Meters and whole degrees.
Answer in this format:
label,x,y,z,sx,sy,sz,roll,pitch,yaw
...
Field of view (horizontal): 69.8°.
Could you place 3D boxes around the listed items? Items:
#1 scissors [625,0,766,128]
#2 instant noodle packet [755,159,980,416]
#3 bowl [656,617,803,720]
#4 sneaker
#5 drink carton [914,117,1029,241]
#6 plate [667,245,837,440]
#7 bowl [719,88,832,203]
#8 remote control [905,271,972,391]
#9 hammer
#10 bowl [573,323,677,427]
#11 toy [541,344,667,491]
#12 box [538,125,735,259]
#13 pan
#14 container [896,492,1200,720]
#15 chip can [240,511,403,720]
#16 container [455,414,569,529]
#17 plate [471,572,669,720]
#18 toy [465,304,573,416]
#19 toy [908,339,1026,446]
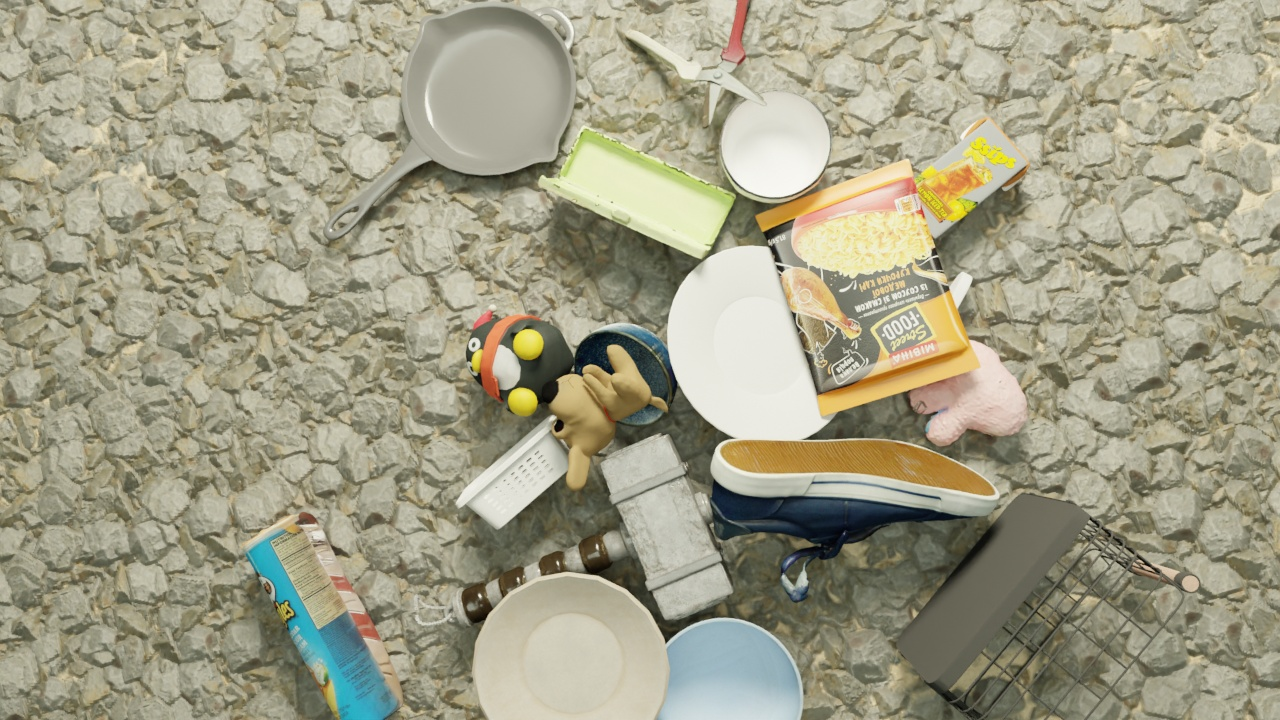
label,x,y,z,sx,sy,sz,roll,pitch,yaw
scissors,0.061,-0.323,0.970,0.179,0.015,0.198,10,64,19
instant noodle packet,0.226,-0.073,0.925,0.160,0.032,0.220,-19,83,16
bowl,0.084,0.327,0.922,0.150,0.075,0.150,0,87,5
sneaker,0.207,0.153,0.904,0.294,0.120,0.127,2,113,-11
drink carton,0.328,-0.183,0.950,0.125,0.048,0.076,-39,84,1
plate,0.124,-0.016,0.942,0.208,0.015,0.208,4,77,-17
bowl,0.139,-0.217,0.958,0.116,0.065,0.116,0,86,4
remote control,0.302,-0.030,0.944,0.013,0.043,0.136,30,89,6
hammer,-0.077,0.212,0.941,0.326,0.079,0.177,-23,85,4
bowl,-0.006,0.006,0.950,0.114,0.060,0.114,18,129,24
toy,-0.042,0.046,0.902,0.108,0.134,0.106,-36,122,18
box,-0.004,-0.168,0.970,0.188,0.064,0.130,24,46,4
pan,-0.211,-0.253,1.008,0.354,0.024,0.216,-42,84,0
container,0.370,0.249,0.861,0.130,0.163,0.241,40,90,6
chip can,-0.326,0.273,0.957,0.080,0.080,0.229,-31,85,2
container,-0.124,0.119,0.953,0.129,0.080,0.049,-41,96,1
plate,-0.067,0.298,0.890,0.189,0.027,0.188,0,91,2
toy,-0.134,-0.004,0.953,0.119,0.099,0.097,16,107,28
toy,0.331,0.038,0.937,0.105,0.053,0.108,-30,85,13
